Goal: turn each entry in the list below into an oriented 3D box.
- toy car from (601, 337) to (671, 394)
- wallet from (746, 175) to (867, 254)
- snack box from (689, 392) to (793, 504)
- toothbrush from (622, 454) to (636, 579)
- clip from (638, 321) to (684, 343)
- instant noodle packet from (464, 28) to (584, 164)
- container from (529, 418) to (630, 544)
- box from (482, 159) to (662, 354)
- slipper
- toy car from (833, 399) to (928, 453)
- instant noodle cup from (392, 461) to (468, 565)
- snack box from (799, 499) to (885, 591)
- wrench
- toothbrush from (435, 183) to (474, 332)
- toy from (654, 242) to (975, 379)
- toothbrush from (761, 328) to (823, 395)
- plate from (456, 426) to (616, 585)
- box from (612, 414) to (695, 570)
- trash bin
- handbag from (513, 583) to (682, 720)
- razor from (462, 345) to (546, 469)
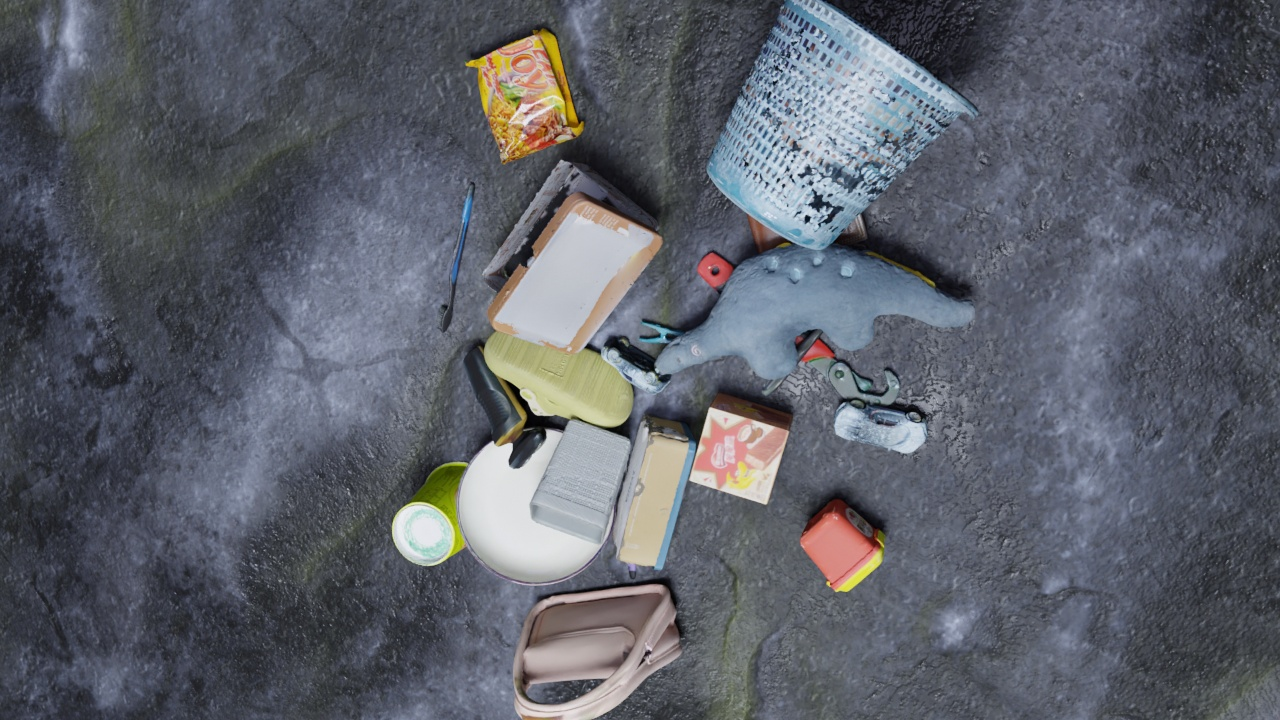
[{"bbox_3d":[-0.007,0.006,1.094,0.090,0.042,0.034,32,123,4],"label":"toy car"},{"bbox_3d":[0.182,-0.162,1.024,0.125,0.032,0.101,-18,99,16],"label":"wallet"},{"bbox_3d":[0.118,0.101,1.066,0.094,0.077,0.093,17,105,9],"label":"snack box"},{"bbox_3d":[-0.016,0.188,1.147,0.014,0.016,0.189,-1,103,12],"label":"toothbrush"},{"bbox_3d":[0.025,-0.030,1.094,0.056,0.014,0.040,12,104,12],"label":"clip"},{"bbox_3d":[-0.134,-0.306,1.059,0.111,0.044,0.128,-18,97,11],"label":"instant noodle packet"},{"bbox_3d":[-0.066,0.139,1.069,0.090,0.090,0.114,19,67,3],"label":"container"},{"bbox_3d":[-0.084,-0.108,1.017,0.153,0.177,0.183,39,106,4],"label":"box"},{"bbox_3d":[-0.101,0.026,1.107,0.190,0.091,0.082,26,143,-2],"label":"slipper"},{"bbox_3d":[0.273,0.077,1.043,0.105,0.031,0.049,12,130,9],"label":"toy car"},{"bbox_3d":[-0.246,0.197,1.143,0.112,0.123,0.112,2,102,12],"label":"instant noodle cup"},{"bbox_3d":[0.230,0.211,1.059,0.080,0.091,0.082,45,106,8],"label":"snack box"},{"bbox_3d":[0.178,-0.032,1.058,0.273,0.016,0.056,36,103,3],"label":"wrench"},{"bbox_3d":[-0.228,-0.125,1.132,0.016,0.014,0.190,23,106,32],"label":"toothbrush"},{"bbox_3d":[0.171,-0.059,1.001,0.357,0.091,0.138,-13,113,17],"label":"toy"},{"bbox_3d":[0.199,-0.029,1.038,0.015,0.018,0.181,41,98,0],"label":"toothbrush"},{"bbox_3d":[-0.127,0.177,1.118,0.192,0.039,0.192,3,71,-10],"label":"plate"},{"bbox_3d":[0.012,0.161,1.092,0.061,0.089,0.184,10,107,-9],"label":"box"},{"bbox_3d":[0.176,-0.227,0.903,0.226,0.226,0.195,37,112,3],"label":"trash bin"},{"bbox_3d":[-0.063,0.353,1.076,0.193,0.233,0.093,-13,96,15],"label":"handbag"},{"bbox_3d":[-0.168,0.052,1.113,0.062,0.067,0.167,-51,61,35],"label":"razor"}]
